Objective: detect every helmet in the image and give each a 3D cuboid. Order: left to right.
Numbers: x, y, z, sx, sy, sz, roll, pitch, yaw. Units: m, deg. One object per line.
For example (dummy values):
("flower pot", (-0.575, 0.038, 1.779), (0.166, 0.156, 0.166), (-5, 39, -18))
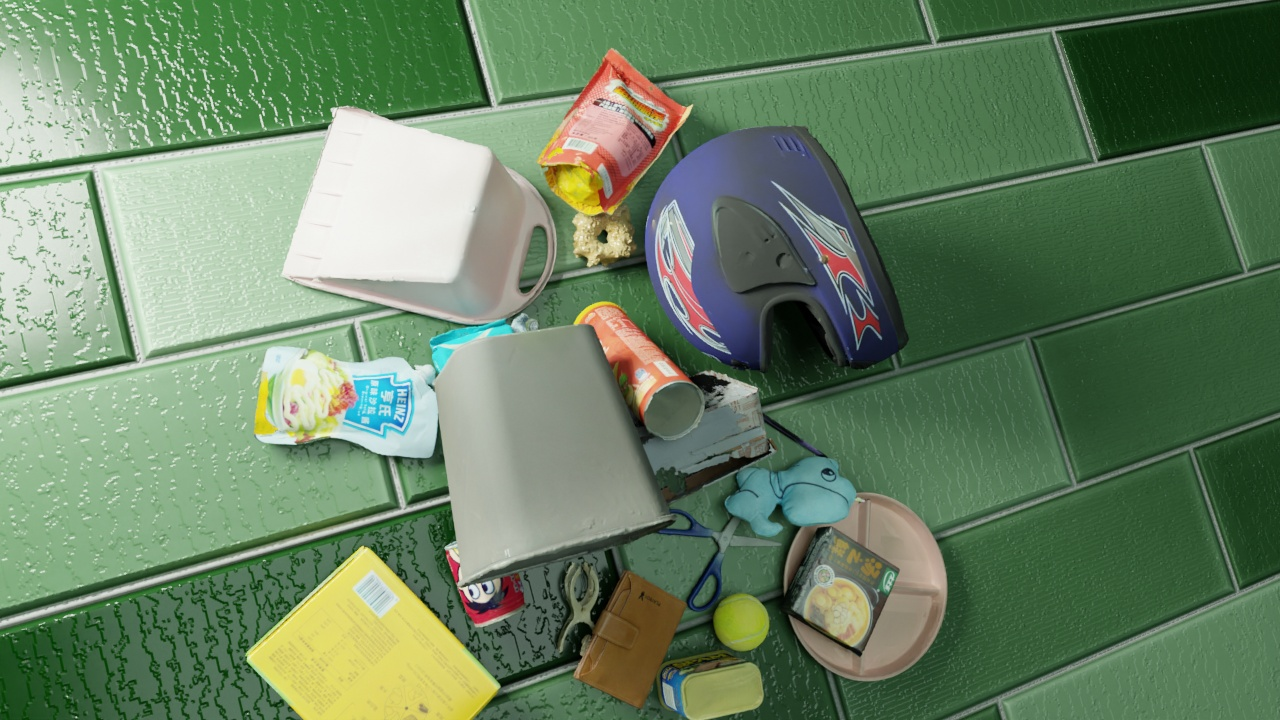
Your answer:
("helmet", (0.138, -0.105, 1.068), (0.240, 0.247, 0.315), (-27, 92, 8))

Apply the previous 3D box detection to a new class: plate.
("plate", (0.280, 0.282, 1.154), (0.229, 0.028, 0.229), (3, 81, -17))

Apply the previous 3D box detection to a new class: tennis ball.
("tennis ball", (0.118, 0.308, 1.079), (0.065, 0.066, 0.065), (3, 79, -17))

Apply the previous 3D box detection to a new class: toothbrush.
("toothbrush", (0.162, 0.074, 1.162), (0.189, 0.014, 0.016), (32, 60, -10))

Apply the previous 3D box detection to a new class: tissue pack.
("tissue pack", (-0.176, 0.023, 1.046), (0.093, 0.050, 0.133), (-20, 86, -18))

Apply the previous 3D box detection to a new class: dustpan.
("dustpan", (-0.247, -0.152, 1.079), (0.274, 0.139, 0.222), (12, 77, 14))

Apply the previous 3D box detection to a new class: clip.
("clip", (-0.067, 0.281, 1.045), (0.070, 0.035, 0.100), (5, 84, -17))

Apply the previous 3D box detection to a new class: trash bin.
("trash bin", (-0.101, 0.095, 0.932), (0.198, 0.200, 0.219), (-9, 74, -27))

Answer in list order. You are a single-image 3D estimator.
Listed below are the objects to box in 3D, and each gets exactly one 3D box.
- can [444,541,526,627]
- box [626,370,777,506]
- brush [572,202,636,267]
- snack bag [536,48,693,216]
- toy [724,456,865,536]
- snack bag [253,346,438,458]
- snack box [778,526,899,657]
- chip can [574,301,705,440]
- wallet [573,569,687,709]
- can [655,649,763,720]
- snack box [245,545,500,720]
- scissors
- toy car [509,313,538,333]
("can", (-0.168, 0.236, 1.003), (0.066, 0.067, 0.094), (-19, 87, -19))
("box", (0.054, 0.115, 1.056), (0.181, 0.146, 0.148), (-19, 109, -19))
("brush", (-0.040, -0.233, 1.144), (0.083, 0.046, 0.254), (7, 75, -12))
("snack bag", (-0.031, -0.275, 1.108), (0.128, 0.073, 0.207), (33, 61, -6))
("toy", (0.192, 0.164, 1.119), (0.156, 0.050, 0.161), (19, 41, 12))
("snack bag", (-0.317, 0.046, 1.007), (0.191, 0.039, 0.110), (7, 70, -17))
("snack box", (0.248, 0.280, 1.107), (0.125, 0.053, 0.113), (31, 74, -4))
("chip can", (-0.006, 0.006, 1.015), (0.073, 0.216, 0.073), (-11, 119, -21))
("wallet", (-0.011, 0.316, 1.043), (0.108, 0.031, 0.131), (37, 70, -30))
("can", (0.079, 0.371, 1.046), (0.102, 0.083, 0.057), (-6, 82, -18))
("snack box", (-0.274, 0.321, 0.953), (0.157, 0.070, 0.210), (-44, 95, -19))
("scissors", (0.091, 0.225, 1.114), (0.175, 0.012, 0.162), (17, 73, -15))
("toy car", (-0.122, -0.012, 1.074), (0.034, 0.043, 0.090), (-30, 91, -14))
